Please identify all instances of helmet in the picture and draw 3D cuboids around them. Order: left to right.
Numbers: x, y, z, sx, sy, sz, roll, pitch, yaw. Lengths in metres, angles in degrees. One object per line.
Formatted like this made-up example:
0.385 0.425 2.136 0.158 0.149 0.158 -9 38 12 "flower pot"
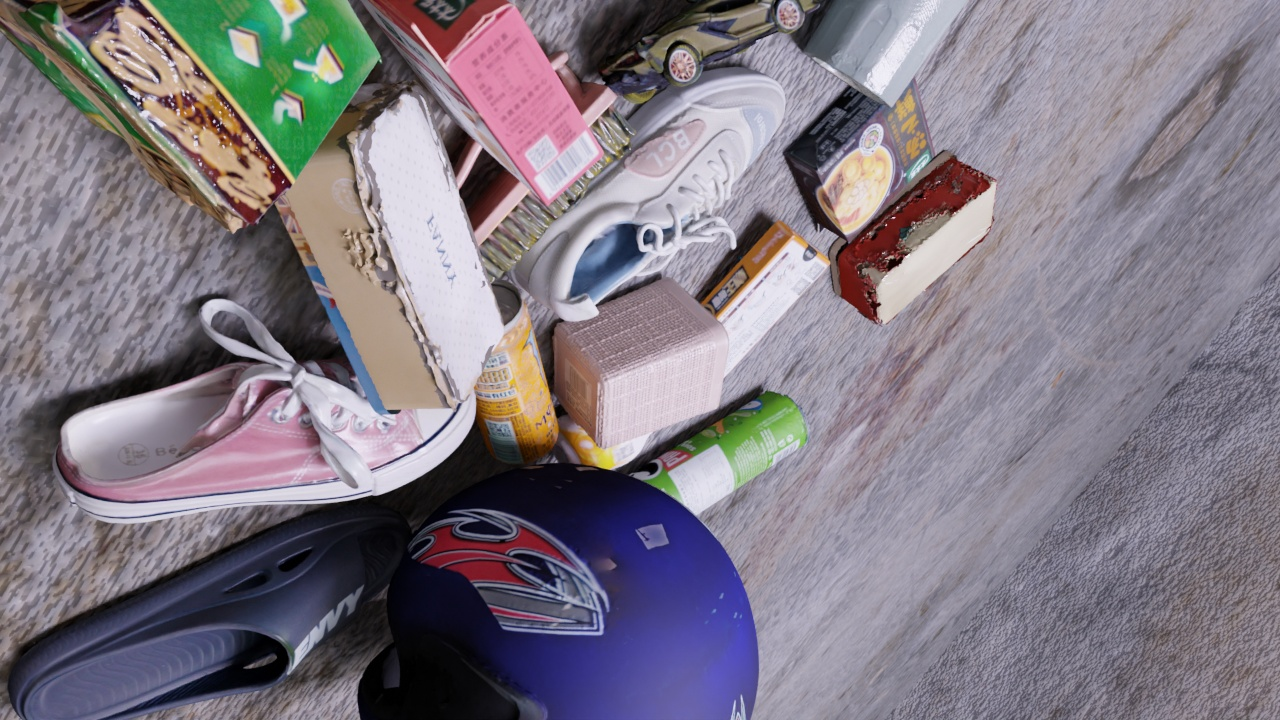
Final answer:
-0.071 0.195 0.670 0.246 0.316 0.240 -15 104 -56 "helmet"

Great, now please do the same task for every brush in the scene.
-0.075 -0.114 0.558 0.145 0.063 0.073 -46 116 3 "brush"

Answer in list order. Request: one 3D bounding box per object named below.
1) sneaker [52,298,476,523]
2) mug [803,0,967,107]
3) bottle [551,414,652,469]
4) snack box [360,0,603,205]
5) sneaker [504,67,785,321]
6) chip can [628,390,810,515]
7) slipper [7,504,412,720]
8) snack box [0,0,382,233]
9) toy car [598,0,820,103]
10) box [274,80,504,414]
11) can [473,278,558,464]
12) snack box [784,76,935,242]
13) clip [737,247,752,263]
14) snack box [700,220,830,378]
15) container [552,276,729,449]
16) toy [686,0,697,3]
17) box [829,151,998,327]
-0.200 0.030 0.532 0.240 0.118 0.088 -8 152 -35 "sneaker"
0.163 -0.256 0.656 0.124 0.083 0.103 23 110 -26 "mug"
-0.022 0.055 0.774 0.108 0.063 0.063 -31 143 -20 "bottle"
-0.087 -0.153 0.454 0.044 0.113 0.127 -43 145 -3 "snack box"
0.021 -0.114 0.627 0.242 0.091 0.089 -38 145 -13 "sneaker"
0.060 0.110 0.907 0.235 0.072 0.072 -28 141 -25 "chip can"
-0.274 0.194 0.634 0.267 0.083 0.111 -21 140 -30 "slipper"
-0.185 -0.138 0.382 0.105 0.118 0.117 -51 148 -16 "snack box"
0.044 -0.205 0.584 0.157 0.070 0.042 -30 107 -24 "toy car"
-0.130 -0.051 0.499 0.089 0.059 0.184 -69 155 -51 "box"
-0.098 0.012 0.656 0.058 0.058 0.146 -32 143 -20 "can"
0.191 -0.172 0.788 0.113 0.053 0.125 -45 140 -1 "snack box"
0.099 -0.077 0.813 0.043 0.014 0.056 -36 146 -13 "clip"
0.092 -0.047 0.804 0.154 0.026 0.075 -48 143 16 "snack box"
-0.004 0.004 0.723 0.110 0.090 0.090 -22 139 -26 "container"
0.033 -0.262 0.546 0.096 0.030 0.092 -2 124 -38 "toy"
0.274 -0.116 0.900 0.168 0.080 0.091 -40 146 -10 "box"
